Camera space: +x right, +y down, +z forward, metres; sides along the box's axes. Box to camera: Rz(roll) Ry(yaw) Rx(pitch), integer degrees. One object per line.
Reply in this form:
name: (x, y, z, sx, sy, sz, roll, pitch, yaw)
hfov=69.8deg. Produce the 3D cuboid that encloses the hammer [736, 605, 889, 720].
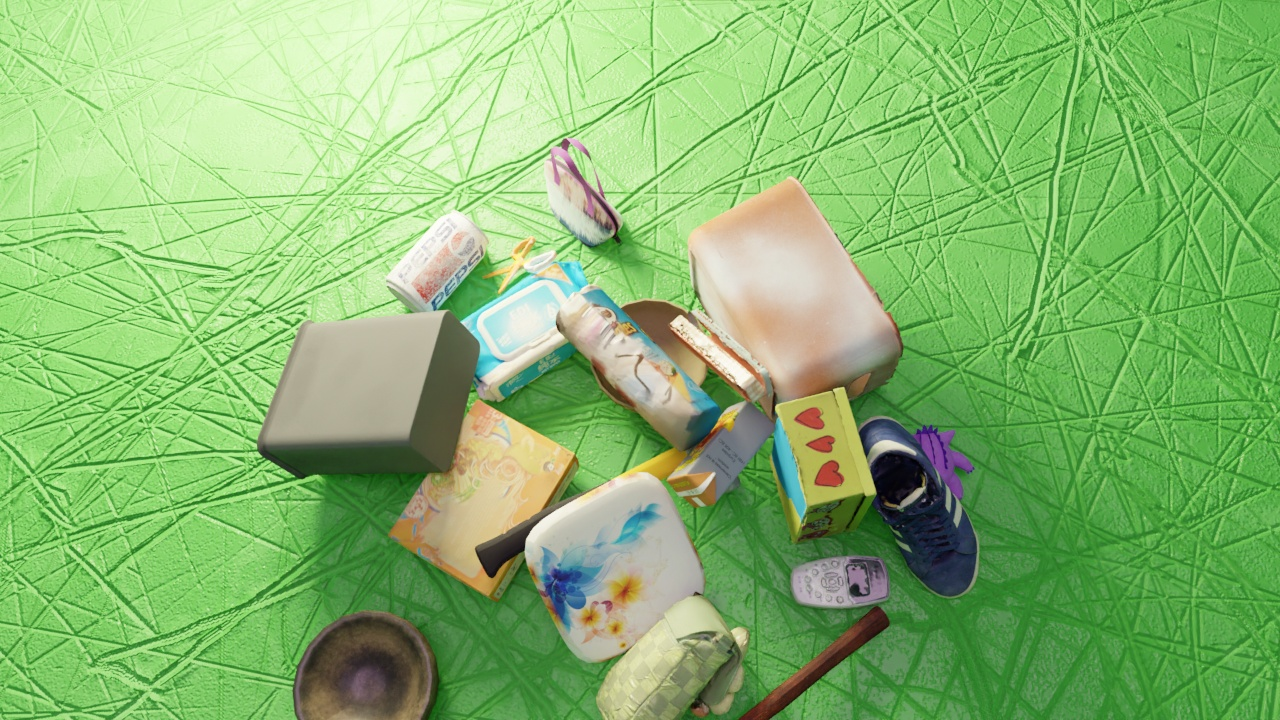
hammer: (0.158, 0.369, 1.012, 0.300, 0.111, 0.028, -32, 42, -17)

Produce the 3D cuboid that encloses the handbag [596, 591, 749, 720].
handbag: (0.044, 0.355, 1.021, 0.117, 0.113, 0.186, 42, 91, -14)

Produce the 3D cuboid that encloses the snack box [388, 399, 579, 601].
snack box: (-0.186, 0.170, 1.115, 0.145, 0.081, 0.195, 28, 73, 11)

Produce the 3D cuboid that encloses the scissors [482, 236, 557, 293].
scissors: (-0.161, -0.130, 1.230, 0.130, 0.011, 0.125, -11, 38, 34)

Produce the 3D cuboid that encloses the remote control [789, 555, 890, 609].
remote control: (0.232, 0.260, 1.073, 0.114, 0.028, 0.060, -3, 69, 3)

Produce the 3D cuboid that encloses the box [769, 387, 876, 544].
box: (0.199, 0.124, 1.026, 0.082, 0.221, 0.124, -13, 67, -1)

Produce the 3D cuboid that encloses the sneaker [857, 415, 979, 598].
sneaker: (0.313, 0.174, 1.005, 0.091, 0.118, 0.233, -26, 93, 10)

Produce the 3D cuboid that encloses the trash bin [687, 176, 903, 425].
trash bin: (0.176, -0.064, 1.122, 0.157, 0.182, 0.259, -26, 70, -4)

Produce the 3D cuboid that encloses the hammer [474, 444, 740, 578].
hammer: (-0.042, 0.160, 1.080, 0.323, 0.029, 0.127, -25, 89, -18)

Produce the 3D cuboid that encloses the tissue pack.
tissue pack: (-0.143, -0.043, 1.203, 0.209, 0.066, 0.117, -32, 70, -10)

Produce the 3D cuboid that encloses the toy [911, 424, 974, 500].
toy: (0.347, 0.124, 1.100, 0.106, 0.056, 0.088, -4, 70, 2)

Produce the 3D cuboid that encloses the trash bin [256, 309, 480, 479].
trash bin: (-0.329, 0.042, 1.124, 0.220, 0.097, 0.191, -4, 59, 23)

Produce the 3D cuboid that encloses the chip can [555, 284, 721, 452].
chip can: (-0.007, 0.006, 1.090, 0.079, 0.080, 0.229, -40, 65, -10)

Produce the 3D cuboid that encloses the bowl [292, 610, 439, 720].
bowl: (-0.308, 0.373, 1.055, 0.162, 0.070, 0.162, -2, 69, 4)

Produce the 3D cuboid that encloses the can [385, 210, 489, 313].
can: (-0.273, -0.130, 1.238, 0.078, 0.078, 0.136, 34, 76, 16)

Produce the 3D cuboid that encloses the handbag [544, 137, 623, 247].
handbag: (-0.079, -0.230, 1.210, 0.068, 0.170, 0.144, -42, 72, -11)

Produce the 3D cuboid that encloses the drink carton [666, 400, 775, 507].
drink carton: (0.094, 0.110, 1.072, 0.048, 0.076, 0.124, 45, 69, -5)

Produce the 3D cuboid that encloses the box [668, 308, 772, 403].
box: (0.088, -0.005, 1.077, 0.057, 0.060, 0.187, 6, 22, -30)

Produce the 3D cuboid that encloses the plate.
plate: (-0.024, 0.239, 1.056, 0.186, 0.016, 0.187, -27, 97, -16)

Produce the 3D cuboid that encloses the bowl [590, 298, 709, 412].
bowl: (0.012, 0.000, 1.176, 0.152, 0.050, 0.152, 0, 70, 1)
